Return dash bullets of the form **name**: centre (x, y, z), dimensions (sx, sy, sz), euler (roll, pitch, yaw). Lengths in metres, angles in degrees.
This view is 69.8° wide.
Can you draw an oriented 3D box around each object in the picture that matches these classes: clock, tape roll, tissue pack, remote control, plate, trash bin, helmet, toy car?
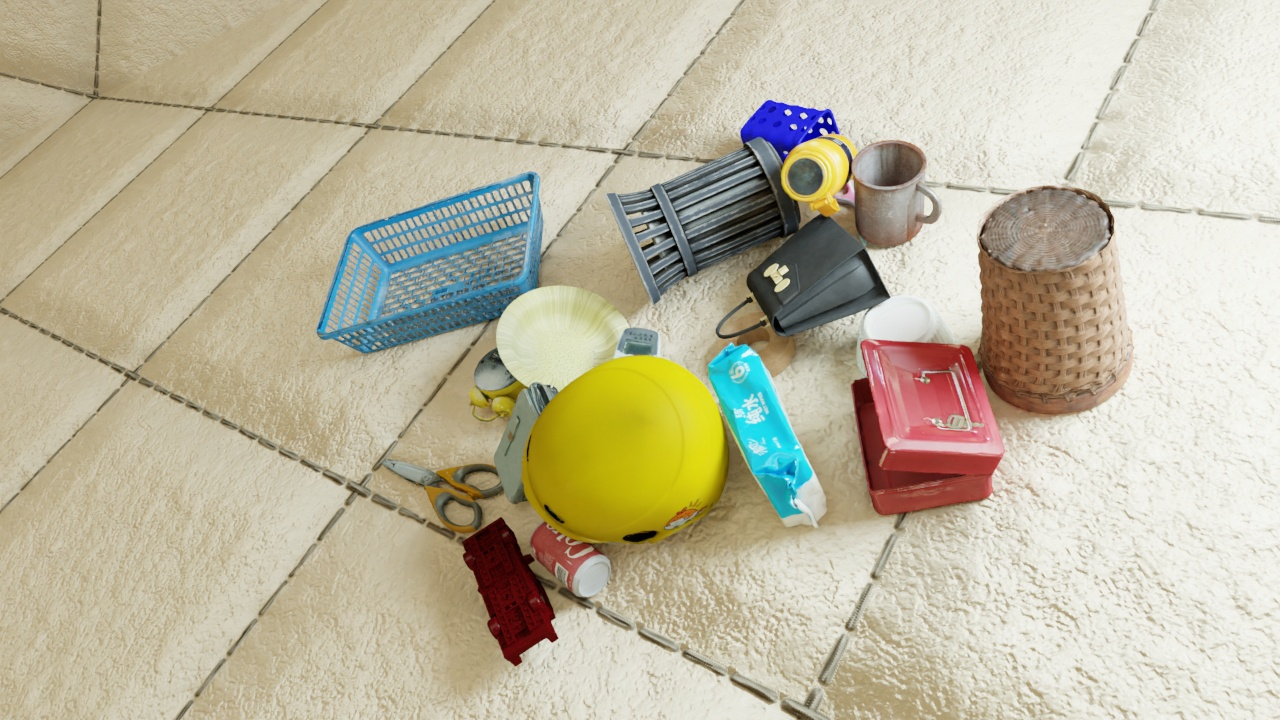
- **clock**: centre (-0.190, 0.033, 1.262), dimensions (0.083, 0.057, 0.118), euler (16, 60, 36)
- **tape roll**: centre (0.146, -0.017, 1.152), dimensions (0.094, 0.027, 0.093), euler (-15, 47, 16)
- **tissue pack**: centre (0.140, 0.085, 1.003), dimensions (0.066, 0.117, 0.209), euler (-27, 45, 7)
- **remote control**: centre (-0.007, 0.007, 1.200), dimensions (0.060, 0.028, 0.114), euler (10, 54, 7)
- **plate**: centre (-0.103, -0.018, 1.241), dimensions (0.184, 0.036, 0.184), euler (6, 55, -9)
- **trash bin**: centre (0.088, -0.196, 1.252), dimensions (0.227, 0.164, 0.164), euler (-23, 45, 2)
- **helmet**: centre (-0.018, 0.092, 0.994), dimensions (0.240, 0.140, 0.209), euler (-21, 74, -7)
- **trash bin**: centre (0.413, -0.065, 0.926), dimensions (0.151, 0.210, 0.151), euler (-14, 46, 15)
- **toy car**: centre (-0.144, 0.261, 1.033), dimensions (0.070, 0.062, 0.169), euler (-32, 44, -2)

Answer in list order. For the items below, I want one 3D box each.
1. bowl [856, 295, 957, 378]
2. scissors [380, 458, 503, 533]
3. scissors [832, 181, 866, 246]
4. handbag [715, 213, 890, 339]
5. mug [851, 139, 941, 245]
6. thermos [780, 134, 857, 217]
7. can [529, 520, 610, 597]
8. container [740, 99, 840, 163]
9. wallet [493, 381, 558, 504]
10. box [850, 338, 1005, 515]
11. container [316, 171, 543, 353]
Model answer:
- **bowl**: centre (0.301, -0.026, 1.054), dimensions (0.115, 0.062, 0.115), euler (-15, 47, 16)
- **scissors**: centre (-0.278, 0.170, 1.217), dimensions (0.229, 0.016, 0.113), euler (7, 55, 33)
- **scissors**: centre (0.315, -0.219, 1.253), dimensions (0.101, 0.016, 0.178), euler (-21, 45, 10)
- **handbag**: centre (0.179, -0.083, 1.130), dimensions (0.196, 0.072, 0.175), euler (-30, 21, 8)
- **mug**: centre (0.328, -0.204, 1.163), dimensions (0.096, 0.110, 0.123), euler (-43, 55, -11)
- **thermos**: centre (0.236, -0.241, 1.173), dimensions (0.076, 0.091, 0.232), euler (-53, -5, 24)
- **can**: centre (-0.081, 0.223, 1.041), dimensions (0.054, 0.054, 0.097), euler (-46, 46, -15)
- **container**: centre (0.219, -0.323, 1.344), dimensions (0.114, 0.084, 0.085), euler (27, 68, 42)
- **wallet**: centre (-0.137, 0.103, 1.138), dimensions (0.132, 0.054, 0.100), euler (-63, 32, 29)
- **box**: centre (0.295, 0.072, 0.961), dimensions (0.137, 0.127, 0.157), euler (1, 46, 2)
- **container**: centre (-0.316, -0.144, 1.460), dimensions (0.363, 0.089, 0.256), euler (-14, 47, 17)
